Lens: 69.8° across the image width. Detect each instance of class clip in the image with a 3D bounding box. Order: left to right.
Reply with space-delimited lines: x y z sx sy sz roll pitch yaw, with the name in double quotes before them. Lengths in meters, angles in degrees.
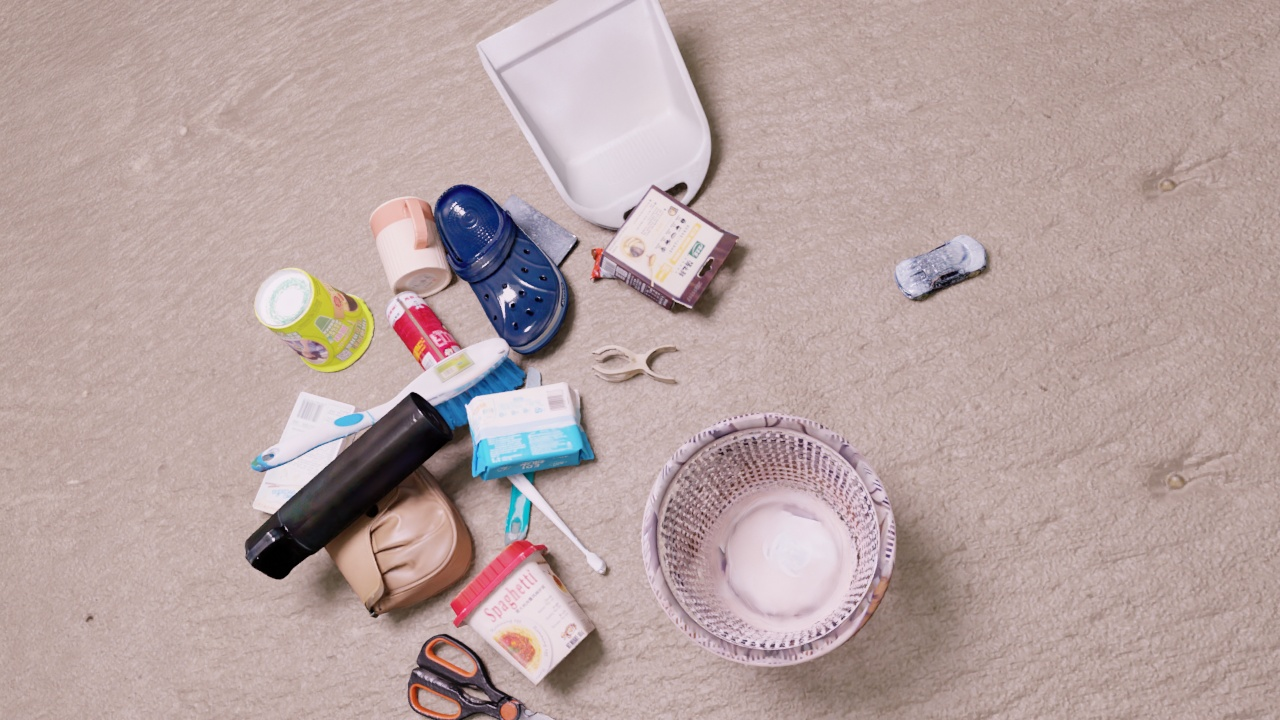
"clip" -0.007 0.003 1.088 0.100 0.035 0.074 1 71 9

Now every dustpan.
"dustpan" -0.033 -0.297 1.113 0.223 0.258 0.142 -27 44 3

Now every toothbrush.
"toothbrush" -0.102 0.178 1.053 0.016 0.016 0.180 -41 70 -17

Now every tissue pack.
"tissue pack" -0.130 0.083 1.059 0.140 0.063 0.090 -9 67 -14

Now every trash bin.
"trash bin" 0.131 0.184 0.903 0.228 0.192 0.227 -4 70 12

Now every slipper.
"slipper" -0.178 -0.127 1.127 0.105 0.095 0.252 -37 68 7

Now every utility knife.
"utility knife" -0.139 0.111 1.092 0.029 0.013 0.219 1 71 9

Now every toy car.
"toy car" 0.342 -0.108 1.042 0.105 0.031 0.049 -24 68 4

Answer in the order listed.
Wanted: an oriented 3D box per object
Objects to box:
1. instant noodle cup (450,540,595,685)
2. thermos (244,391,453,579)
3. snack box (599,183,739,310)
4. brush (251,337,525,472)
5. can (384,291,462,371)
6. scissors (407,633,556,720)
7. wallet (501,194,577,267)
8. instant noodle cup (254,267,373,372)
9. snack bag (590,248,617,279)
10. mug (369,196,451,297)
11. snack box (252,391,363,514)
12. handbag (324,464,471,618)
"instant noodle cup" -0.121 0.272 0.986 0.116 0.117 0.124 -44 80 -4
"thermos" -0.315 0.138 0.982 0.242 0.090 0.068 -41 88 0
"snack box" 0.033 -0.130 1.094 0.125 0.053 0.113 34 73 2
"brush" -0.278 0.061 1.048 0.314 0.110 0.060 -32 60 -17
"can" -0.265 -0.025 1.148 0.053 0.053 0.132 -40 67 -2
"scissors" -0.157 0.390 1.001 0.235 0.021 0.139 40 92 18
"wallet" -0.152 -0.148 1.183 0.121 0.019 0.097 36 85 20
"instant noodle cup" -0.416 -0.057 1.157 0.112 0.123 0.111 -4 70 12
"snack bag" -0.015 -0.116 1.133 0.105 0.026 0.045 7 69 14
"mug" -0.290 -0.150 1.168 0.081 0.115 0.105 -11 67 -27
"snack box" -0.414 0.123 1.148 0.085 0.027 0.156 13 75 17
"handbag" -0.296 0.185 1.057 0.147 0.100 0.204 -42 63 -9
